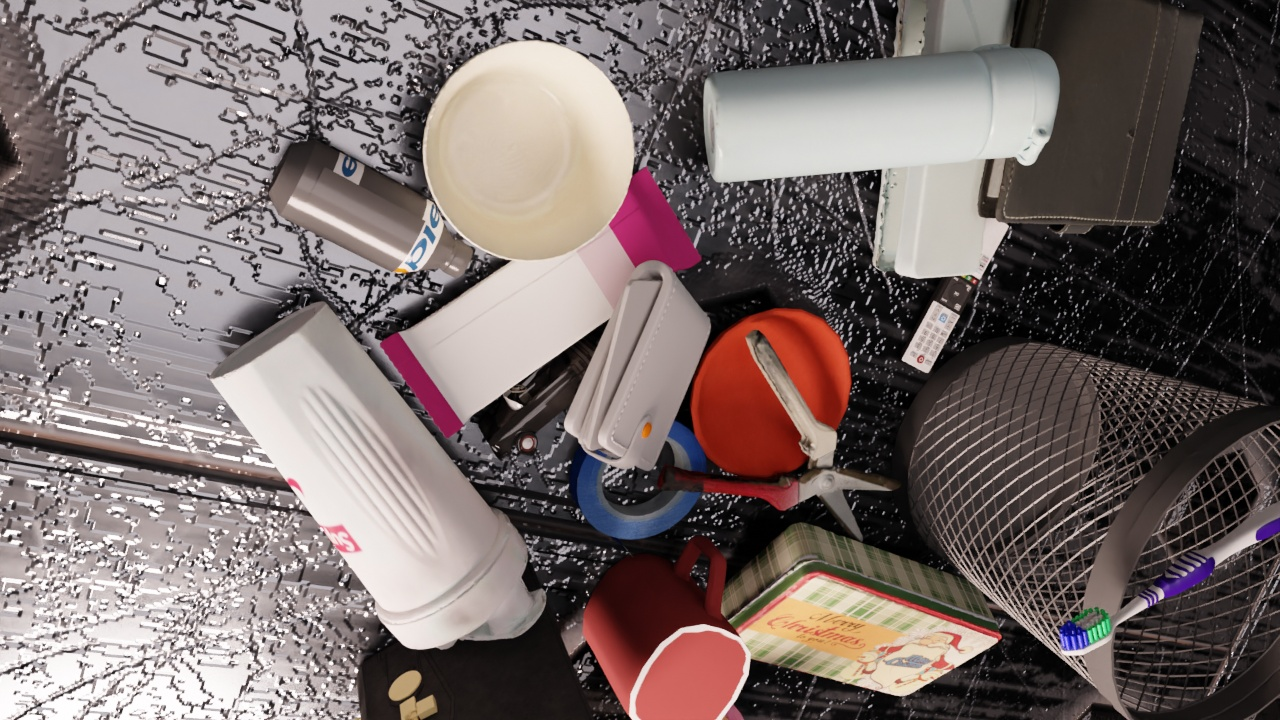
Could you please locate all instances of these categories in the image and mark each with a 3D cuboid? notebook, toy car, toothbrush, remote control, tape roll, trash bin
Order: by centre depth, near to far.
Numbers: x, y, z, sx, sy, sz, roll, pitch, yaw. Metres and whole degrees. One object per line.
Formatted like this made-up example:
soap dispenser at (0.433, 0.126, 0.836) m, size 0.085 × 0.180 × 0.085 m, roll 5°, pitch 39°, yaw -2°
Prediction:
toothbrush at (0.306, 0.115, 0.509) m, size 0.186 × 0.015 × 0.016 m, roll -25°, pitch 110°, yaw -13°
toy car at (-0.062, 0.021, 0.573) m, size 0.092 × 0.040 × 0.037 m, roll -41°, pitch 116°, yaw -5°
tape roll at (-0.001, 0.078, 0.630) m, size 0.093 × 0.016 × 0.091 m, roll -43°, pitch 117°, yaw -4°
notebook at (0.324, -0.174, 0.651) m, size 0.208 × 0.029 × 0.170 m, roll -4°, pitch 108°, yaw -32°
trash bin at (0.325, 0.103, 0.651) m, size 0.217 × 0.227 × 0.218 m, roll -7°, pitch 109°, yaw -20°
remote control at (0.232, -0.051, 0.684) m, size 0.028 × 0.012 × 0.124 m, roll 24°, pitch 97°, yaw -27°

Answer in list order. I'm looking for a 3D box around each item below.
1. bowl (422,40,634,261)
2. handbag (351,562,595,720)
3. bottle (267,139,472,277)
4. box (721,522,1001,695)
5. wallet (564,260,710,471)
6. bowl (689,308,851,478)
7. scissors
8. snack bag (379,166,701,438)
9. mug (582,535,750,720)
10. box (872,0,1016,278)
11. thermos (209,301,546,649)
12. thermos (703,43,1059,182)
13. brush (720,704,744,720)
bowl at (-0.068, -0.118, 0.513) m, size 0.115 × 0.062 × 0.115 m, roll -7°, pitch 110°, yaw -20°
handbag at (-0.128, 0.230, 0.543) m, size 0.195 × 0.176 × 0.072 m, roll -20°, pitch 114°, yaw -12°
bottle at (-0.145, -0.078, 0.504) m, size 0.112 × 0.047 × 0.047 m, roll 28°, pitch 95°, yaw -27°
box at (0.163, 0.196, 0.694) m, size 0.205 × 0.050 × 0.118 m, roll 25°, pitch 123°, yaw -27°
wallet at (-0.003, 0.004, 0.550) m, size 0.118 × 0.037 × 0.115 m, roll -66°, pitch 155°, yaw -9°
bowl at (0.084, 0.019, 0.635) m, size 0.121 × 0.035 × 0.122 m, roll -7°, pitch 109°, yaw -20°
scissors at (0.100, 0.061, 0.625) m, size 0.198 × 0.015 × 0.179 m, roll -10°, pitch 111°, yaw -20°
snack bag at (-0.056, -0.037, 0.559) m, size 0.196 × 0.016 × 0.070 m, roll -36°, pitch 102°, yaw -14°
mug at (0.023, 0.180, 0.628) m, size 0.080 × 0.096 × 0.116 m, roll 27°, pitch 95°, yaw -27°
box at (0.208, -0.156, 0.621) m, size 0.083 × 0.067 × 0.199 m, roll 0°, pitch 107°, yaw -2°
thermos at (-0.149, 0.075, 0.534) m, size 0.099 × 0.099 × 0.220 m, roll -34°, pitch 111°, yaw -9°
thermos at (0.144, -0.149, 0.554) m, size 0.207 × 0.077 × 0.065 m, roll -6°, pitch 154°, yaw -1°
brush at (0.066, 0.320, 0.620) m, size 0.043 × 0.228 × 0.089 m, roll 4°, pitch 105°, yaw -15°
